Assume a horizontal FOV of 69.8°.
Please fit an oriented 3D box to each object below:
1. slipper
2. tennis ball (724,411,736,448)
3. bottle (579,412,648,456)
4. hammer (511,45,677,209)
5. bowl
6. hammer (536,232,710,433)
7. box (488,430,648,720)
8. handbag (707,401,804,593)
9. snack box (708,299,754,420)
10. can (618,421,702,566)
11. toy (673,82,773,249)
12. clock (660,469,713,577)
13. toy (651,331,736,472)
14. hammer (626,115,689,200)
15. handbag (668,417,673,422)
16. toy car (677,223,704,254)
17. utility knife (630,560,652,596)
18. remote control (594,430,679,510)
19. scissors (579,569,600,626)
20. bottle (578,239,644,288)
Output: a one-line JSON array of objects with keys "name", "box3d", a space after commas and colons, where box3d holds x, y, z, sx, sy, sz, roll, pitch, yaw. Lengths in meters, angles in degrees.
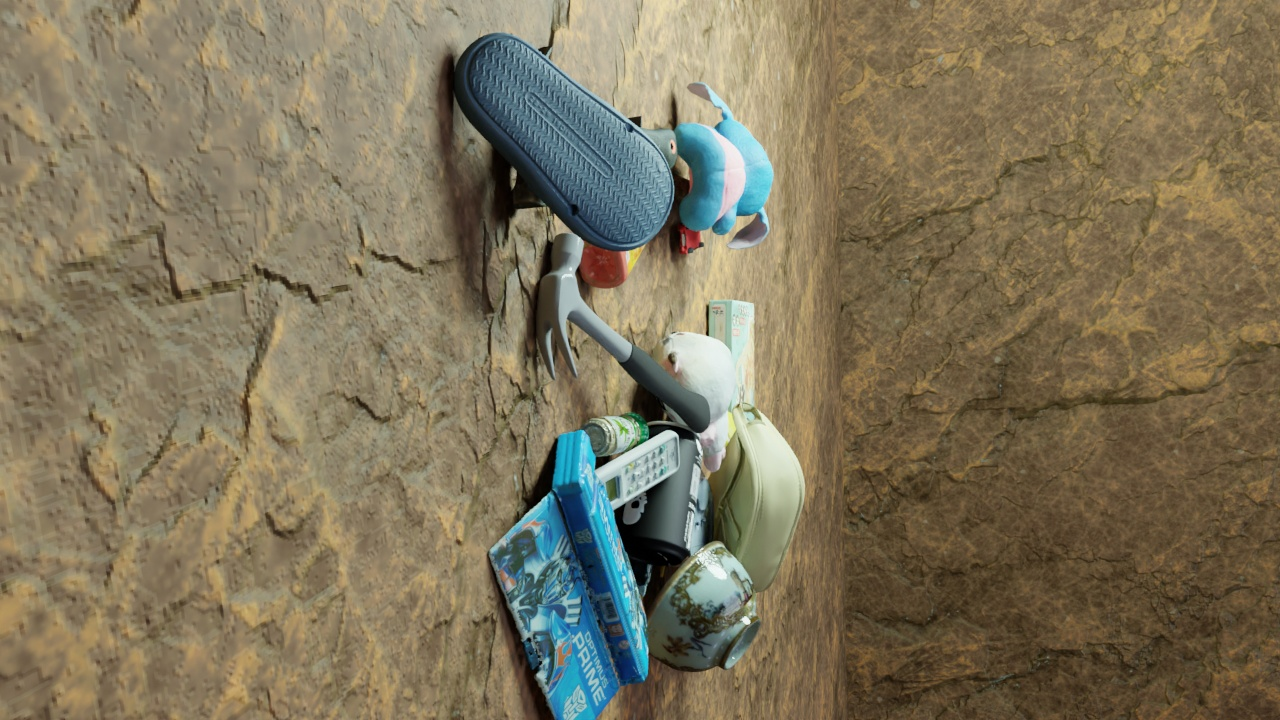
[{"name": "slipper", "box3d": [-0.061, -0.164, 0.724, 0.213, 0.059, 0.103, 37, 71, -30]}, {"name": "tennis ball", "box3d": [0.107, 0.100, 1.292, 0.065, 0.065, 0.065, 1, 89, -71]}, {"name": "bottle", "box3d": [-0.028, 0.075, 0.934, 0.109, 0.043, 0.042, 4, 87, -70]}, {"name": "hammer", "box3d": [-0.034, -0.213, 0.886, 0.332, 0.033, 0.133, -20, 107, -65]}, {"name": "bowl", "box3d": [0.084, 0.305, 1.079, 0.159, 0.094, 0.160, -39, 148, -31]}, {"name": "hammer", "box3d": [-0.005, 0.005, 0.916, 0.311, 0.030, 0.124, 41, 51, -49]}, {"name": "box", "box3d": [-0.046, 0.210, 0.835, 0.175, 0.060, 0.244, -59, 140, -54]}, {"name": "handbag", "box3d": [0.128, 0.190, 1.201, 0.190, 0.088, 0.233, 64, -33, 38]}, {"name": "snack box", "box3d": [0.141, 0.005, 1.422, 0.141, 0.044, 0.193, -4, 95, -70]}, {"name": "can", "box3d": [0.023, 0.148, 1.022, 0.080, 0.080, 0.145, 58, 37, -57]}, {"name": "toy", "box3d": [0.099, -0.248, 1.156, 0.191, 0.099, 0.224, -24, 101, -59]}, {"name": "clock", "box3d": [0.051, 0.184, 1.138, 0.116, 0.059, 0.158, 15, 76, -71]}, {"name": "toy", "box3d": [0.071, 0.047, 1.112, 0.138, 0.101, 0.180, -80, 156, -69]}, {"name": "hammer", "box3d": [0.043, -0.225, 1.153, 0.329, 0.033, 0.120, -22, 110, -70]}, {"name": "handbag", "box3d": [0.064, 0.043, 1.228, 0.084, 0.027, 0.177, 65, 29, -55]}, {"name": "toy car", "box3d": [0.065, -0.166, 1.224, 0.089, 0.025, 0.038, -38, 126, -66]}, {"name": "utility knife", "box3d": [0.009, 0.186, 1.064, 0.020, 0.029, 0.174, 50, 43, -56]}, {"name": "remote control", "box3d": [-0.010, 0.115, 0.942, 0.133, 0.022, 0.050, -25, 122, -40]}, {"name": "scissors", "box3d": [-0.049, 0.254, 0.923, 0.126, 0.012, 0.123, 4, 86, -70]}, {"name": "bottle", "box3d": [-0.022, -0.129, 0.934, 0.133, 0.048, 0.071, -64, 148, -52]}]
